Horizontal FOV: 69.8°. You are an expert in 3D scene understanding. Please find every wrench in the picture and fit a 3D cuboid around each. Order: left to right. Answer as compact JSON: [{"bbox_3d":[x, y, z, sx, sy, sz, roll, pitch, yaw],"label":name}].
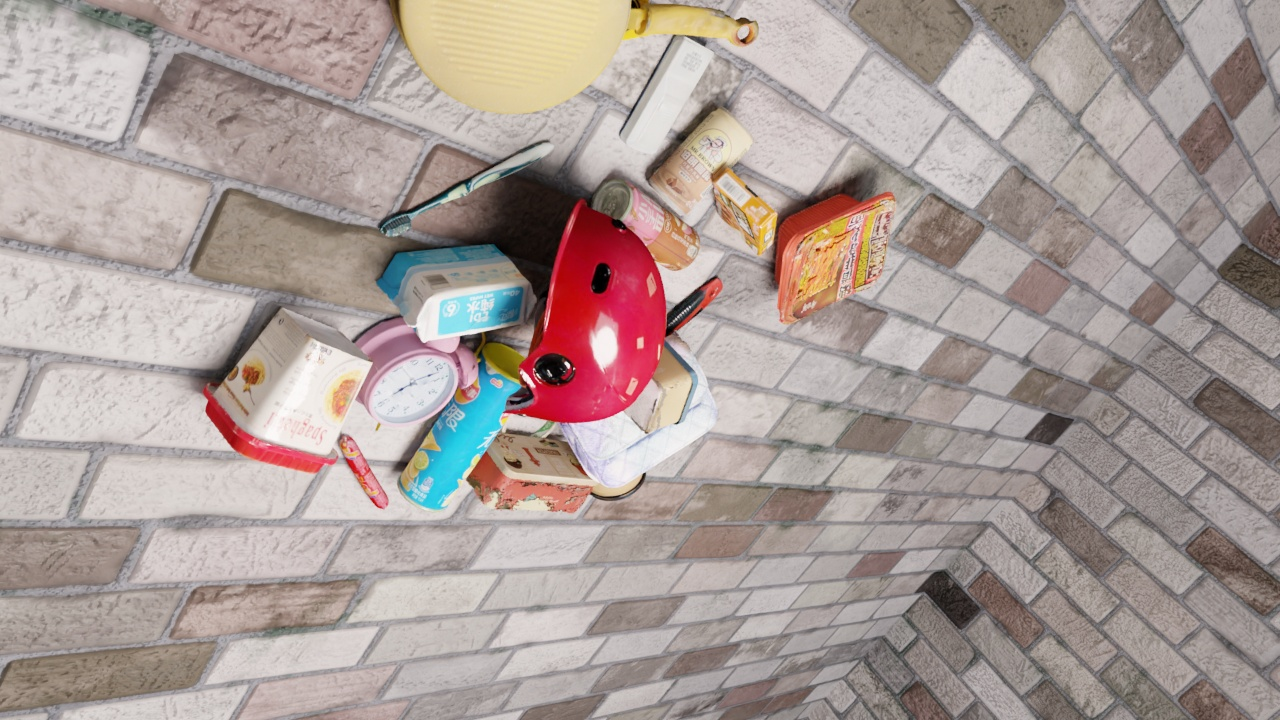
[{"bbox_3d":[0.003,-0.018,1.204,0.273,0.016,0.056,-38,147,-8],"label":"wrench"}]

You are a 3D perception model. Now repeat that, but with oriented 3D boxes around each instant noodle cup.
[{"bbox_3d":[-0.332,0.027,0.882,0.124,0.117,0.116,-57,143,2],"label":"instant noodle cup"},{"bbox_3d":[0.250,-0.146,1.244,0.188,0.079,0.165,-26,142,-21],"label":"instant noodle cup"}]

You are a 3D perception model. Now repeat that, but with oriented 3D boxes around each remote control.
[{"bbox_3d":[0.027,-0.273,0.951,0.049,0.024,0.125,6,124,-46],"label":"remote control"}]

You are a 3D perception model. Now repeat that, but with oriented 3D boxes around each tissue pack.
[{"bbox_3d":[-0.182,-0.068,0.924,0.139,0.090,0.063,-12,132,-34],"label":"tissue pack"}]

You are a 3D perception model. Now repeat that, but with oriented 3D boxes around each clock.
[{"bbox_3d":[-0.236,0.005,0.981,0.158,0.060,0.117,-35,145,-11],"label":"clock"}]

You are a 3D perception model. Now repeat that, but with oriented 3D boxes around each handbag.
[{"bbox_3d":[0.000,0.066,1.174,0.193,0.076,0.134,-32,101,-19],"label":"handbag"}]

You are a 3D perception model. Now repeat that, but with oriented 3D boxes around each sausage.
[{"bbox_3d":[-0.324,0.133,1.075,0.020,0.020,0.156,-29,143,-16],"label":"sausage"}]

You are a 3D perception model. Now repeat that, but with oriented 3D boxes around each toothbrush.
[{"bbox_3d":[-0.166,-0.167,0.894,0.191,0.018,0.016,-30,143,-14],"label":"toothbrush"}]

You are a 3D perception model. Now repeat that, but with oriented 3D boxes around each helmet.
[{"bbox_3d":[-0.041,-0.039,0.947,0.144,0.206,0.241,19,138,-6],"label":"helmet"}]

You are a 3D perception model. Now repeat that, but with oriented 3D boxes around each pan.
[{"bbox_3d":[-0.037,-0.304,0.798,0.356,0.078,0.198,3,134,-26],"label":"pan"}]

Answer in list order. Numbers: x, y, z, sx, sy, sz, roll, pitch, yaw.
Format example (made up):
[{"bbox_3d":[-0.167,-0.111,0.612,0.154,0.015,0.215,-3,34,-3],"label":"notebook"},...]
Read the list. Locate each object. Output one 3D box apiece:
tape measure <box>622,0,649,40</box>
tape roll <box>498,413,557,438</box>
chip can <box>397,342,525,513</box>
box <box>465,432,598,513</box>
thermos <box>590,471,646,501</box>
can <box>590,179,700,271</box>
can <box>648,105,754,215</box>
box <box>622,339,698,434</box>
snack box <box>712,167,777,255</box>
[{"bbox_3d":[-0.021,-0.324,0.846,0.060,0.029,0.057,-17,139,-17],"label":"tape measure"},{"bbox_3d":[-0.143,0.077,1.183,0.085,0.014,0.086,-25,142,-21],"label":"tape roll"},{"bbox_3d":[-0.206,0.081,1.080,0.071,0.071,0.211,14,119,-49],"label":"chip can"},{"bbox_3d":[-0.142,0.152,1.171,0.168,0.091,0.076,13,116,-49],"label":"box"},{"bbox_3d":[-0.046,0.126,1.269,0.093,0.093,0.143,-29,135,-16],"label":"thermos"},{"bbox_3d":[0.008,-0.151,1.037,0.058,0.058,0.147,-49,144,13],"label":"can"},{"bbox_3d":[0.066,-0.219,1.015,0.116,0.058,0.058,-46,144,8],"label":"can"},{"bbox_3d":[-0.006,0.006,1.086,0.059,0.184,0.090,-21,145,-35],"label":"box"},{"bbox_3d":[0.120,-0.168,1.054,0.026,0.075,0.153,-44,172,2],"label":"snack box"}]
